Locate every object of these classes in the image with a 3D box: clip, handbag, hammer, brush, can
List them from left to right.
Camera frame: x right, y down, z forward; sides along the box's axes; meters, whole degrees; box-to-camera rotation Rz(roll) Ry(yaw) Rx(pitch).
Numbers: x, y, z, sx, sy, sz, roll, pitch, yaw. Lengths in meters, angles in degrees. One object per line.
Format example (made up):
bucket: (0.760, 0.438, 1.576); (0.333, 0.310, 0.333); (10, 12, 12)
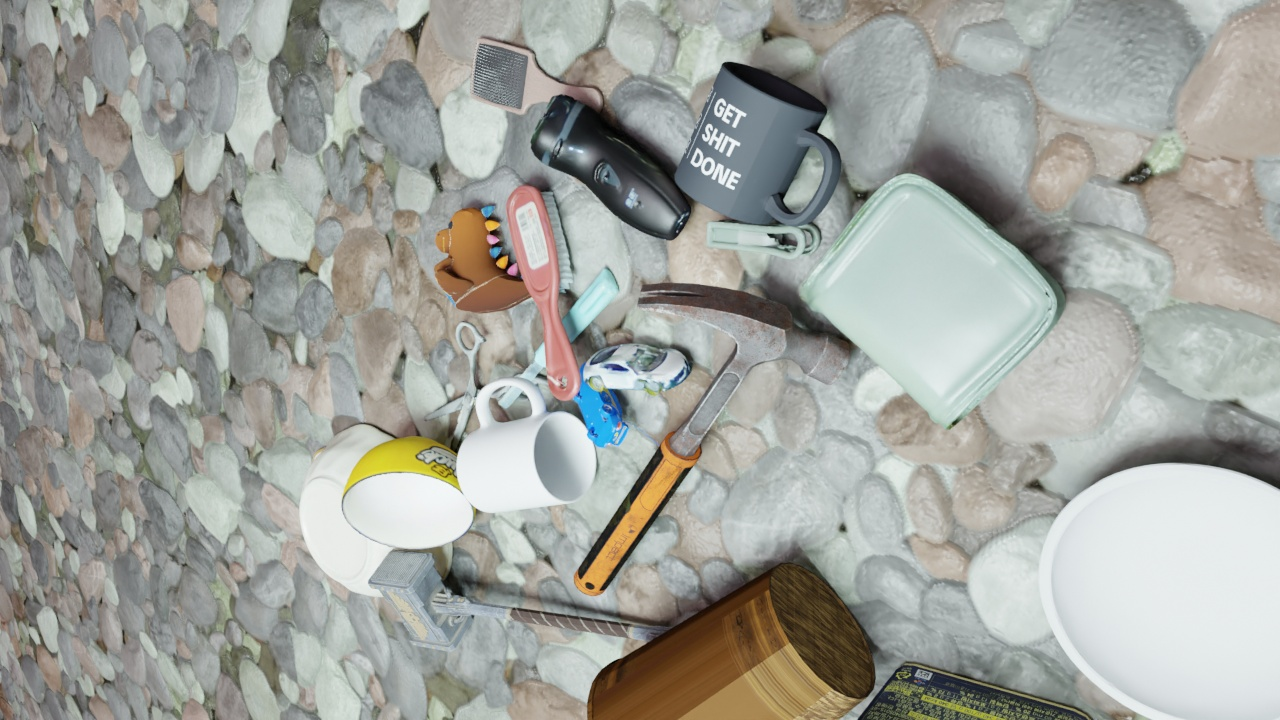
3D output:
brush: (-0.085, -0.213, 0.712); (0.136, 0.015, 0.050); (25, 116, 29)
hammer: (-0.091, 0.225, 0.802); (0.323, 0.044, 0.098); (-1, 128, 30)
brush: (-0.068, -0.054, 0.719); (0.041, 0.030, 0.172); (-17, 83, 37)
hammer: (0.010, 0.073, 0.677); (0.137, 0.034, 0.315); (25, 127, -8)
clip: (0.082, -0.083, 0.615); (0.076, 0.042, 0.023); (11, 109, 35)
handbag: (0.170, -0.037, 0.536); (0.122, 0.067, 0.106); (46, 115, 18)
can: (0.200, 0.253, 0.563); (0.135, 0.104, 0.075); (6, 105, 35)

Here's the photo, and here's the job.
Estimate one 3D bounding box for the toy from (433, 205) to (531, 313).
toy: (-0.121, -0.086, 0.761); (0.103, 0.070, 0.090); (-11, 82, 15)

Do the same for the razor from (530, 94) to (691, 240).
razor: (-0.024, -0.136, 0.656); (0.140, 0.063, 0.053); (42, 123, 22)

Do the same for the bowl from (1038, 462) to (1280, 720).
bowl: (0.299, 0.122, 0.496); (0.150, 0.043, 0.150); (10, 107, 35)

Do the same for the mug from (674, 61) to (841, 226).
mug: (0.079, -0.128, 0.573); (0.105, 0.071, 0.078); (44, 124, 32)

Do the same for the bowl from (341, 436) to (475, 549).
bowl: (-0.207, 0.113, 0.838); (0.118, 0.117, 0.067); (-47, 30, 34)

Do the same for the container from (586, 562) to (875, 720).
container: (0.067, 0.230, 0.642); (0.168, 0.132, 0.132); (-44, 74, 25)

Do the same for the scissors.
scissors: (-0.139, 0.036, 0.817); (0.158, 0.014, 0.142); (17, 118, 27)

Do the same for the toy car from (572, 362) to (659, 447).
toy car: (-0.012, 0.043, 0.727); (0.033, 0.061, 0.092); (-61, 36, 32)

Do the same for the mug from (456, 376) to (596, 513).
mug: (-0.099, 0.067, 0.756); (0.091, 0.073, 0.110); (-14, 93, 38)

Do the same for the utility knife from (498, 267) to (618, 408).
utility knife: (-0.072, -0.012, 0.747); (0.022, 0.015, 0.166); (51, 120, 13)

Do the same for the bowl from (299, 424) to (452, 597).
bowl: (-0.287, 0.163, 0.929); (0.219, 0.060, 0.189); (22, 114, 31)

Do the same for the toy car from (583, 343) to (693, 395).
toy car: (-0.004, 0.004, 0.689); (0.090, 0.038, 0.027); (2, 124, 36)
